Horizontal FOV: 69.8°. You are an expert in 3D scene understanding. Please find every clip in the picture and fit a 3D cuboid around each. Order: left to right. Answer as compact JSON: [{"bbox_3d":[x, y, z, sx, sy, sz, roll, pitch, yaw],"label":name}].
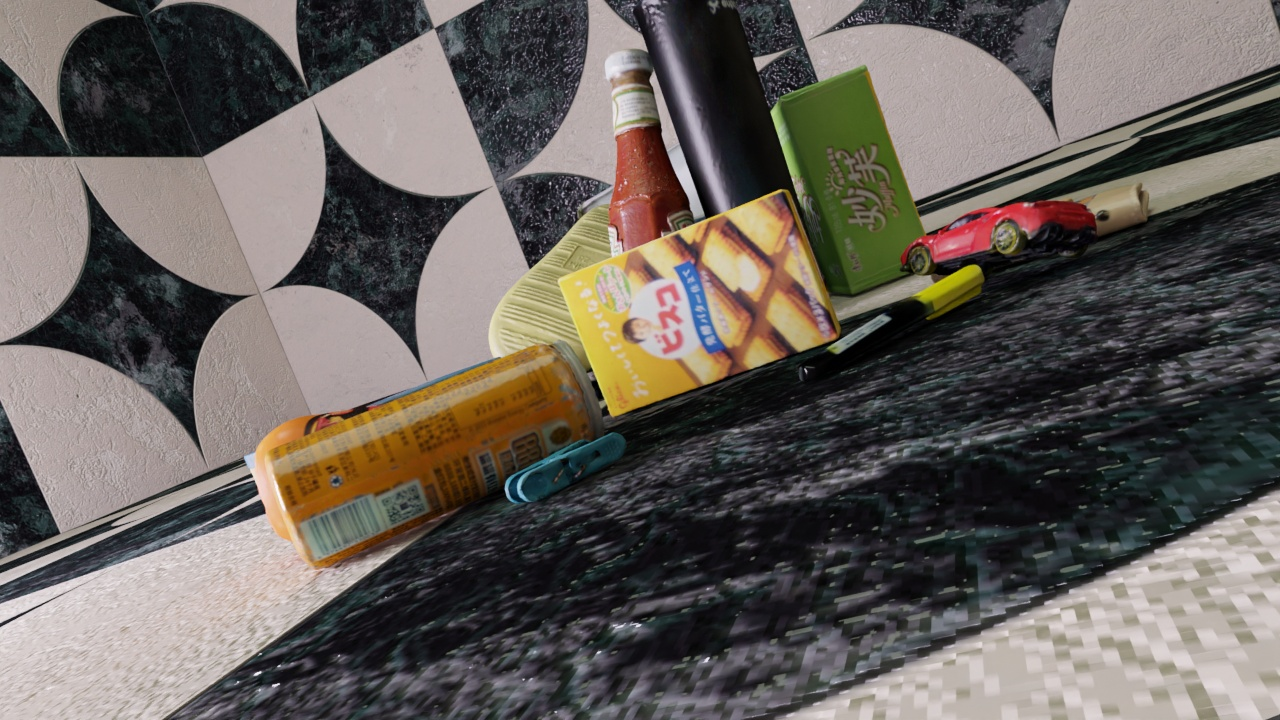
[{"bbox_3d":[-0.032,0.045,0.387,0.055,0.013,0.039,-26,6,-43],"label":"clip"}]

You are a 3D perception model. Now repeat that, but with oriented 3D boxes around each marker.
[{"bbox_3d":[0.120,-0.017,0.431,0.123,0.015,0.018,-27,13,-28],"label":"marker"}]

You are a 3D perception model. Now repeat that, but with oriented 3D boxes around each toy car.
[{"bbox_3d":[0.182,-0.062,0.480,0.049,0.031,0.106,1,-7,-24],"label":"toy car"}]

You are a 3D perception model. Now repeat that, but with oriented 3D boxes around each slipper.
[{"bbox_3d":[-0.040,-0.044,0.718,0.092,0.082,0.190,20,54,18],"label":"slipper"}]

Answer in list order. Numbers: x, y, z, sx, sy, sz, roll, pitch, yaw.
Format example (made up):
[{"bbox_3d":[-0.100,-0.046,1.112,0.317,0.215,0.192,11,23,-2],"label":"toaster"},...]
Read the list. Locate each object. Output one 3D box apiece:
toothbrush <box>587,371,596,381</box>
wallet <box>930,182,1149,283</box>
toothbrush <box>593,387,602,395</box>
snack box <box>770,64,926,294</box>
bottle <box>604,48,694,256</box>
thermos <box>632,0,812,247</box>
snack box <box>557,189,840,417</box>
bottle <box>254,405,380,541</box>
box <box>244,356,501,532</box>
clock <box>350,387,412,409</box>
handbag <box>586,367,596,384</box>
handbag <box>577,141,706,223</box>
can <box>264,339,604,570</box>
[{"bbox_3d":[-0.004,0.004,0.656,0.222,0.026,0.026,-14,41,57],"label":"toothbrush"},{"bbox_3d":[0.236,-0.076,0.543,0.115,0.024,0.087,-19,10,35],"label":"wallet"},{"bbox_3d":[-0.004,0.013,0.624,0.014,0.016,0.190,-20,2,-31],"label":"toothbrush"},{"bbox_3d":[0.160,-0.141,0.768,0.070,0.157,0.210,-21,5,3],"label":"snack box"},{"bbox_3d":[0.004,-0.116,0.651,0.060,0.206,0.060,-8,-4,-1],"label":"bottle"},{"bbox_3d":[0.071,-0.142,0.652,0.069,0.242,0.089,-15,8,33],"label":"thermos"},{"bbox_3d":[0.033,-0.031,0.521,0.141,0.087,0.033,-19,5,18],"label":"snack box"},{"bbox_3d":[-0.119,0.048,0.482,0.149,0.067,0.067,-15,4,-10],"label":"bottle"},{"bbox_3d":[-0.159,0.051,0.610,0.090,0.060,0.183,-16,8,40],"label":"box"},{"bbox_3d":[-0.182,0.051,0.724,0.122,0.055,0.082,-20,4,-10],"label":"clock"},{"bbox_3d":[-0.044,-0.012,0.821,0.131,0.068,0.120,-23,13,-38],"label":"handbag"},{"bbox_3d":[0.047,-0.106,0.859,0.145,0.098,0.197,-24,-25,11],"label":"handbag"},{"bbox_3d":[-0.093,0.041,0.427,0.145,0.058,0.058,-23,5,-18],"label":"can"}]
